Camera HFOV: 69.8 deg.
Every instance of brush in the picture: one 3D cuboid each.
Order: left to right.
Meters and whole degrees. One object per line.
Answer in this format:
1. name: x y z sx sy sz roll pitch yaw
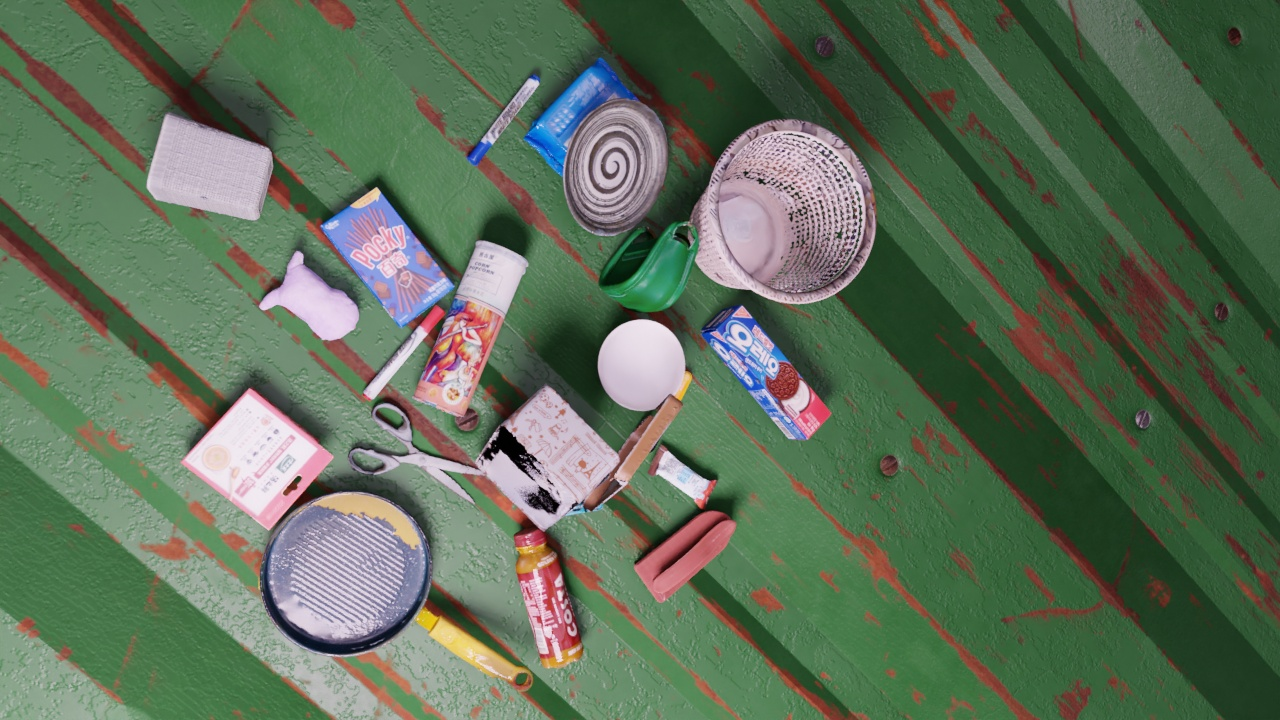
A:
1. brush: 0.065 0.255 1.226 0.145 0.069 0.063 -37 100 -15

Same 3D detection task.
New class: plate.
1. plate: -0.036 -0.252 1.199 0.179 0.024 0.180 -21 123 -36

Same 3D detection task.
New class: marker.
1. marker: -0.296 -0.009 1.149 0.017 0.017 0.145 40 78 -12
2. marker: -0.177 -0.314 1.196 0.017 0.017 0.145 37 78 -13
3. marker: 0.037 0.070 1.251 0.018 0.015 0.123 30 82 -10

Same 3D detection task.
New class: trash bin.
1. trash bin: 0.162 -0.179 1.203 0.227 0.192 0.227 1 88 -17

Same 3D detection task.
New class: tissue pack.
1. tissue pack: -0.074 -0.315 1.209 0.095 0.052 0.157 43 77 -15

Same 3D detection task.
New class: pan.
1. pan: -0.285 0.299 1.111 0.357 0.078 0.197 35 79 -13

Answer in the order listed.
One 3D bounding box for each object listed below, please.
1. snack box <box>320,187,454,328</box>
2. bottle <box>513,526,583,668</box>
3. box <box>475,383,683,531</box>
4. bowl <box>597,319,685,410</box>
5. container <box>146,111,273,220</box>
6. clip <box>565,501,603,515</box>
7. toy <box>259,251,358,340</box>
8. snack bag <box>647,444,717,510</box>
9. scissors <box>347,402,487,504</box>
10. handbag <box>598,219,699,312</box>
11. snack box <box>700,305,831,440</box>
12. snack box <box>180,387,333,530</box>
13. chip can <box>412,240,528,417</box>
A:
1. snack box: -0.314 -0.128 1.142 0.084 0.026 0.157 -39 100 -14
2. bottle: -0.121 0.300 1.172 0.057 0.057 0.175 -16 93 -17
3. box: -0.070 0.093 1.127 0.157 0.183 0.192 44 61 0
4. bowl: -0.007 0.007 1.213 0.118 0.065 0.118 1 88 -18
5. container: -0.492 -0.218 1.060 0.114 0.090 0.090 14 84 -20
6. clip: -0.077 0.194 1.209 0.057 0.049 0.015 -10 93 -9
7. toy: -0.394 -0.067 1.110 0.108 0.039 0.084 38 92 -17
8. snack bag: 0.058 0.160 1.249 0.104 0.026 0.048 32 73 -13
9. scissors: -0.281 0.121 1.152 0.159 0.014 0.170 -18 95 -17
10. handbag: 0.011 -0.125 1.191 0.068 0.131 0.120 31 76 -23
11. snack box: 0.173 0.018 1.273 0.058 0.057 0.207 -44 100 -17
12. snack box: -0.448 0.115 1.084 0.127 0.044 0.113 42 77 -11
13. chip can: -0.213 -0.038 1.149 0.071 0.071 0.214 23 82 -15
